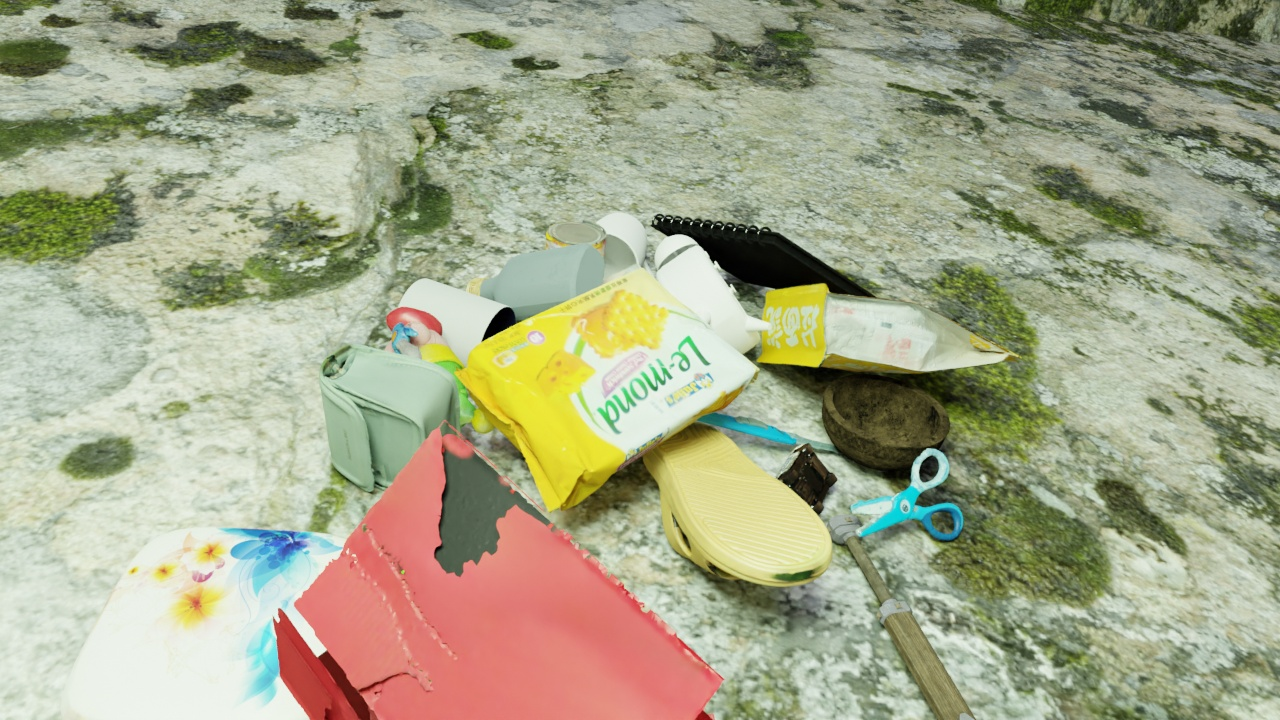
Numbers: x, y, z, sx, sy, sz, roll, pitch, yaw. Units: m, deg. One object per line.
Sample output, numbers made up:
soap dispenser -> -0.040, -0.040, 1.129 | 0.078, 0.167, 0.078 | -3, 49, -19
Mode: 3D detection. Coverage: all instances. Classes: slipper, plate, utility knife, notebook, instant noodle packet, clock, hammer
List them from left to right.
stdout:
plate -> -0.298, 0.189, 0.664 | 0.187, 0.016, 0.186 | 4, 36, -6
clock -> 0.078, -0.064, 0.982 | 0.073, 0.125, 0.160 | -34, 42, 8
slipper -> 0.066, 0.129, 0.772 | 0.099, 0.078, 0.263 | -2, 20, -17
utility knife -> 0.108, 0.064, 0.882 | 0.209, 0.015, 0.031 | 16, 20, -17
notebook -> 0.128, -0.112, 1.015 | 0.169, 0.019, 0.232 | 26, -2, -32
instant noodle packet -> 0.253, -0.018, 0.950 | 0.221, 0.084, 0.163 | 9, -2, -13
hammer -> 0.214, 0.235, 0.694 | 0.147, 0.028, 0.316 | -3, 37, -17

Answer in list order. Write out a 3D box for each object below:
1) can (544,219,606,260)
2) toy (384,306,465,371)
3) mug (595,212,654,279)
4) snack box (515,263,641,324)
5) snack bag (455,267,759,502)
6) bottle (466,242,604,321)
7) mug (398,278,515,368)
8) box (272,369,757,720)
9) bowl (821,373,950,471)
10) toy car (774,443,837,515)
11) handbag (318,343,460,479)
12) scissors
can -> -0.075, -0.097, 1.023 | 0.067, 0.105, 0.067 | 6, 32, -4
toy -> -0.186, 0.012, 0.836 | 0.096, 0.124, 0.131 | -6, 42, -12
mug -> -0.020, -0.121, 1.105 | 0.114, 0.081, 0.087 | 40, 29, -10
snack box -> -0.056, -0.050, 0.966 | 0.150, 0.026, 0.082 | -26, 28, -3
snack bag -> -0.029, 0.019, 0.802 | 0.246, 0.068, 0.159 | -28, 64, -36
bottle -> -0.116, -0.079, 0.970 | 0.162, 0.046, 0.072 | -4, 62, 35
mug -> -0.184, -0.033, 0.951 | 0.097, 0.079, 0.111 | 19, 9, 14
box -> -0.092, 0.187, 0.460 | 0.123, 0.316, 0.211 | -14, 39, -45
bowl -> 0.234, 0.070, 0.898 | 0.121, 0.056, 0.121 | 5, 32, -3
toy car -> 0.144, 0.113, 0.831 | 0.048, 0.041, 0.112 | 53, 29, 1
handbag -> -0.213, 0.057, 0.771 | 0.106, 0.122, 0.067 | 17, 46, 7
scissors -> 0.236, 0.138, 0.806 | 0.140, 0.090, 0.014 | -21, 0, -35
